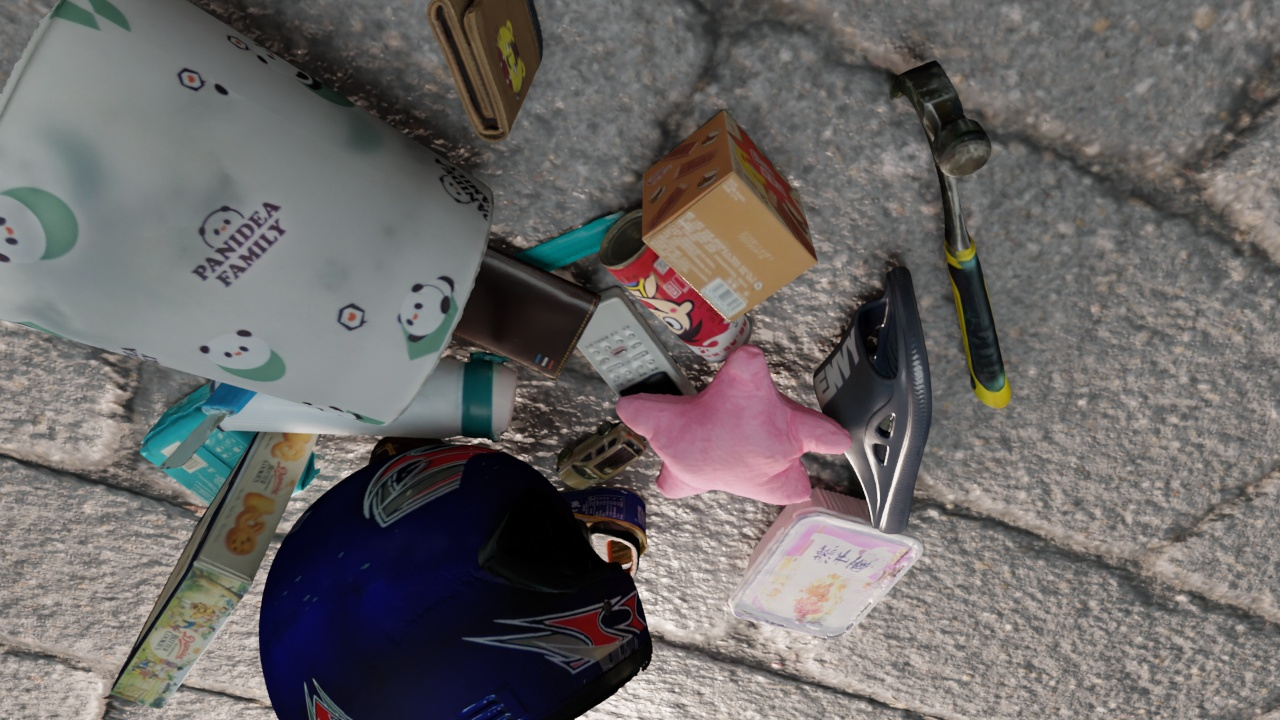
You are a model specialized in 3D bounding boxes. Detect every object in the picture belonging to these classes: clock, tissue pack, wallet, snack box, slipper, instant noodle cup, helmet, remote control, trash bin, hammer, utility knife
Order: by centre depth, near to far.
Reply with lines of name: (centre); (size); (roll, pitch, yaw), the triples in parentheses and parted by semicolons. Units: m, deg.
wallet: (-0.090, -0.195, 0.549); (0.033, 0.115, 0.090); (-7, 129, 14)
trash bin: (-0.247, -0.086, 0.584); (0.251, 0.229, 0.230); (24, 126, -26)
snack box: (0.060, -0.100, 0.638); (0.077, 0.094, 0.092); (-35, 121, 26)
hammer: (0.234, -0.075, 0.664); (0.032, 0.126, 0.323); (-19, 137, 13)
utility knife: (-0.279, 0.005, 0.670); (0.034, 0.193, 0.018); (15, 143, 22)
utility knife: (-0.098, -0.068, 0.719); (0.223, 0.013, 0.029); (-20, 126, 18)
wallet: (-0.103, -0.041, 0.720); (0.122, 0.020, 0.097); (24, 128, -10)
helmet: (-0.142, 0.186, 0.724); (0.248, 0.240, 0.314); (-31, 167, 26)
snack box: (-0.335, 0.152, 0.732); (0.045, 0.177, 0.183); (31, 120, -21)
slipper: (0.186, 0.048, 0.754); (0.083, 0.110, 0.269); (-3, 133, 6)
remote control: (-0.005, 0.005, 0.774); (0.058, 0.021, 0.150); (-25, 124, 20)
tissue pack: (-0.366, 0.085, 0.826); (0.093, 0.050, 0.133); (-25, 125, 17)
clock: (-0.215, 0.121, 0.849); (0.082, 0.055, 0.122); (16, 125, -14)
instant noodle cup: (0.176, 0.195, 0.905); (0.138, 0.060, 0.174); (17, 127, -13)

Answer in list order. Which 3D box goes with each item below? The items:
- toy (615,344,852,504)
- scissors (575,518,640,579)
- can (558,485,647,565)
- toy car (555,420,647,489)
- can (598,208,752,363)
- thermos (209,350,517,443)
toy: (0.076, 0.072, 0.763); (0.178, 0.074, 0.195); (43, 134, -22)
scissors: (-0.053, 0.230, 0.900); (0.143, 0.021, 0.236); (18, 132, -5)
can: (-0.066, 0.166, 0.890); (0.148, 0.049, 0.075); (-10, 129, 9)
toy car: (-0.038, 0.090, 0.837); (0.091, 0.035, 0.042); (-33, 121, 27)
can: (0.030, -0.053, 0.696); (0.053, 0.053, 0.132); (-30, 130, 23)
thermos: (-0.210, 0.024, 0.720); (0.224, 0.073, 0.073); (3, 130, -7)
